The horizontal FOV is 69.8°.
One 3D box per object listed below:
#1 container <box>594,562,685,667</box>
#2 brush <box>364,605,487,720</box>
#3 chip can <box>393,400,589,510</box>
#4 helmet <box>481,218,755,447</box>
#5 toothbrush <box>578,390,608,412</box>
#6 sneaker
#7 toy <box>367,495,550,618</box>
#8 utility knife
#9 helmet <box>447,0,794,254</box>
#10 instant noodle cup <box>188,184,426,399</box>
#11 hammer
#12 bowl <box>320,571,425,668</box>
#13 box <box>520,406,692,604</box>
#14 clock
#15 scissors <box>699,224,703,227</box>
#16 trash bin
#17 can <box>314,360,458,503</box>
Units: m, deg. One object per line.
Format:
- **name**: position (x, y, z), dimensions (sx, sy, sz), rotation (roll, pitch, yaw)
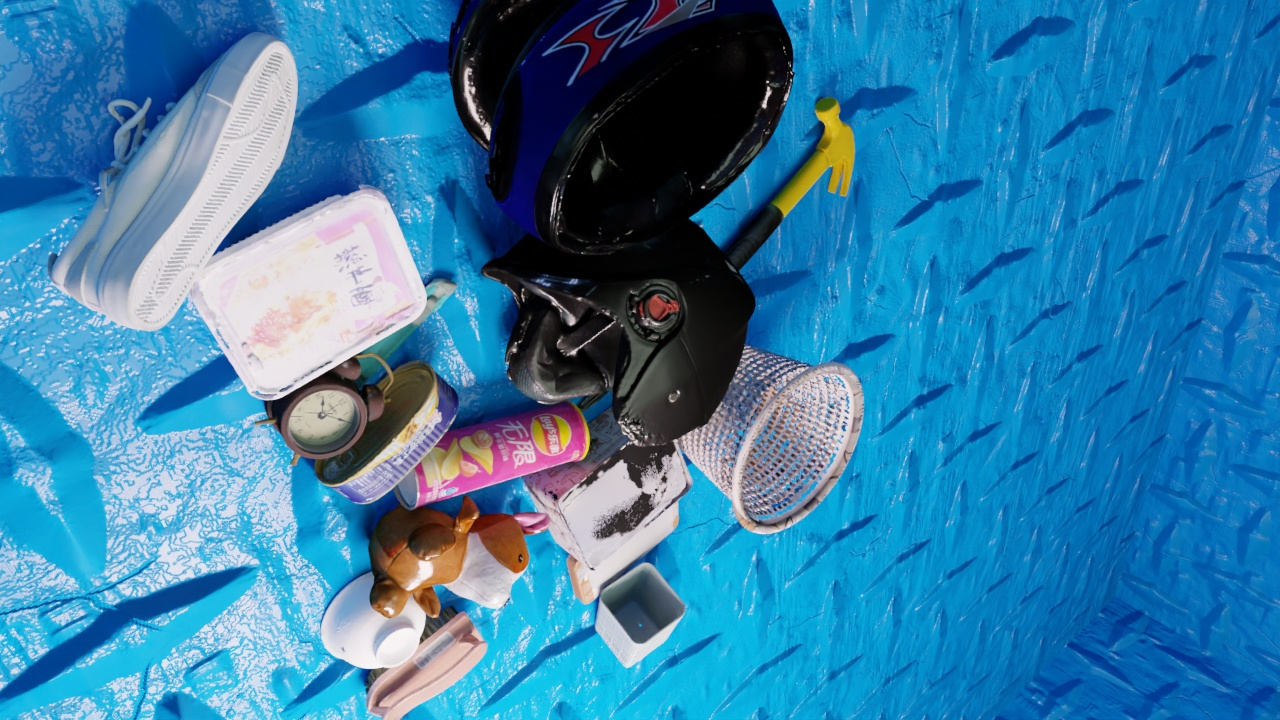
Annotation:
- **container**: position (-0.006, 0.350, 1.245), dimensions (0.089, 0.090, 0.112), rotation (-28, 153, -29)
- **brush**: position (-0.248, 0.352, 1.049), dimensions (0.145, 0.073, 0.063), rotation (-36, 135, -20)
- **chip can**: position (-0.159, 0.098, 0.981), dimensions (0.210, 0.071, 0.071), rotation (-13, 122, -38)
- **helmet**: position (-0.018, -0.049, 0.903), dimensions (0.274, 0.234, 0.229), rotation (45, 73, -33)
- **toothbrush**: position (-0.007, 0.007, 1.112), dimensions (0.180, 0.018, 0.016), rotation (-39, 138, -18)
- **sneaker**: position (-0.342, -0.141, 0.673), dimensions (0.089, 0.091, 0.241), rotation (84, 28, -71)
- **toy**: position (-0.190, 0.214, 0.990), dimensions (0.140, 0.130, 0.199), rotation (-48, 150, 16)
- **utility knife**: position (-0.233, -0.025, 0.881), dimensions (0.151, 0.013, 0.029), rotation (-48, 134, -9)
- **helmet**: position (-0.039, -0.240, 0.759), dimensions (0.314, 0.240, 0.248), rotation (-33, 153, -38)
- **instant noodle cup**: position (-0.283, -0.065, 0.777), dimensions (0.173, 0.060, 0.138), rotation (-35, 133, -25)
- **hammer**: position (0.169, -0.184, 1.150), dimensions (0.300, 0.033, 0.129), rotation (-48, 136, -10)
- **bowl**: position (-0.276, 0.291, 0.992), dimensions (0.118, 0.065, 0.118), rotation (-23, 127, -33)
- **box**: position (-0.025, 0.192, 1.155), dimensions (0.178, 0.105, 0.261), rotation (-37, 128, -23)
- **clock**: position (-0.282, 0.037, 0.833), dimensions (0.121, 0.055, 0.082), rotation (-36, 128, -13)
- **scissors**: position (0.004, -0.121, 1.050), dimensions (0.168, 0.014, 0.156), rotation (32, 89, -50)
- **trash bin**: position (0.134, 0.072, 1.148), dimensions (0.226, 0.192, 0.228), rotation (-22, 127, -33)
- **can**: position (-0.243, 0.069, 0.885), dimensions (0.148, 0.075, 0.049), rotation (-48, 141, -10)
